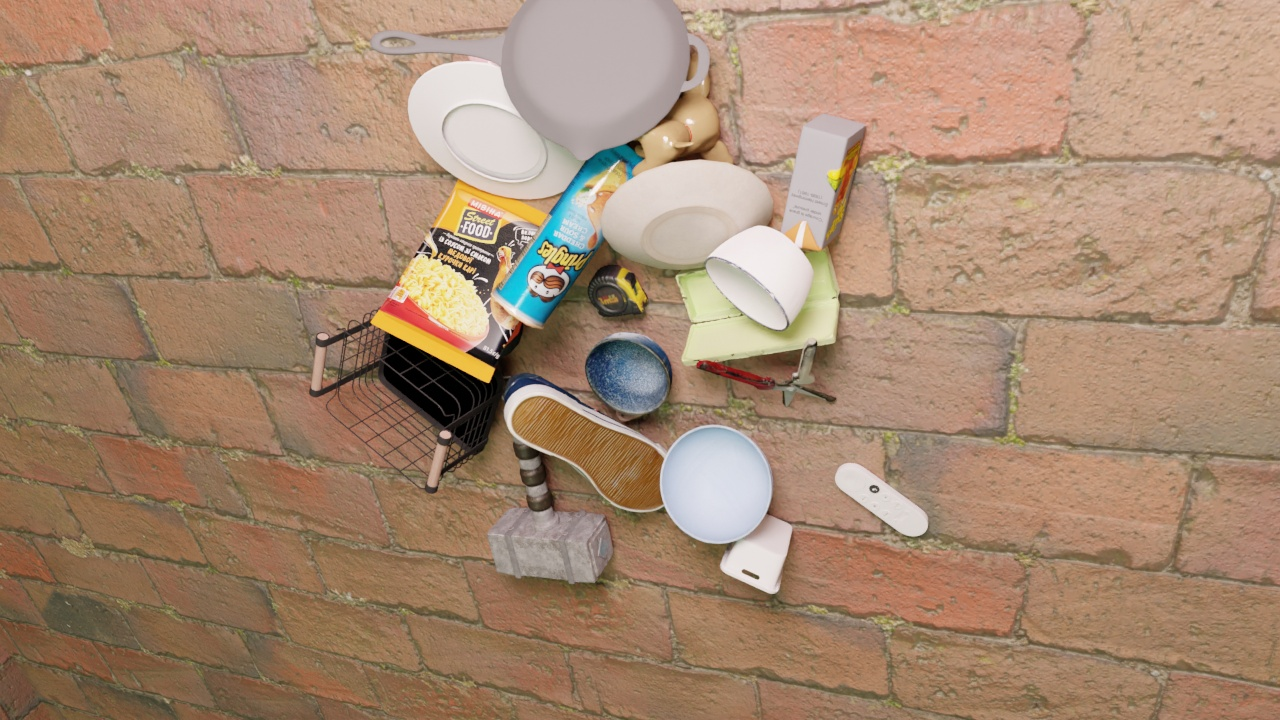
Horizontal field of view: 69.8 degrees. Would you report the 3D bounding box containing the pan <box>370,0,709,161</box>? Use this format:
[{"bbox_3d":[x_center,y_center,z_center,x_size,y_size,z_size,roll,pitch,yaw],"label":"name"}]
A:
[{"bbox_3d":[-0.109,-0.317,0.932,0.355,0.024,0.216,6,85,8],"label":"pan"}]

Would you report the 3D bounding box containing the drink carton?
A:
[{"bbox_3d":[0.188,-0.184,0.954,0.048,0.076,0.125,22,125,22],"label":"drink carton"}]

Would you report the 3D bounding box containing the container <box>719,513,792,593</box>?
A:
[{"bbox_3d":[0.160,0.247,1.222,0.081,0.129,0.050,23,109,8],"label":"container"}]

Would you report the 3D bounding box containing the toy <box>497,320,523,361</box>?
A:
[{"bbox_3d":[-0.203,-0.054,1.184,0.097,0.099,0.119,55,172,28],"label":"toy"}]

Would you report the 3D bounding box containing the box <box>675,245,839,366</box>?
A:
[{"bbox_3d":[0.136,-0.062,1.067,0.188,0.064,0.130,-10,74,27],"label":"box"}]

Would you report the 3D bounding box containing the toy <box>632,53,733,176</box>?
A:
[{"bbox_3d":[0.036,-0.239,0.968,0.106,0.108,0.134,2,123,37],"label":"toy"}]

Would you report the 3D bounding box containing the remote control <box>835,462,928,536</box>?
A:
[{"bbox_3d":[0.309,0.178,1.175,0.136,0.013,0.043,36,128,-2],"label":"remote control"}]

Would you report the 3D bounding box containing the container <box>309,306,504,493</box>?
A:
[{"bbox_3d":[-0.319,0.047,1.260,0.241,0.130,0.163,36,129,16],"label":"container"}]

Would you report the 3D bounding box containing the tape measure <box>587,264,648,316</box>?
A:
[{"bbox_3d":[-0.033,-0.087,1.137,0.067,0.038,0.063,-7,126,30],"label":"tape measure"}]

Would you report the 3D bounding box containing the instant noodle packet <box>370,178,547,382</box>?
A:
[{"bbox_3d":[-0.202,-0.104,1.114,0.160,0.220,0.032,26,167,6],"label":"instant noodle packet"}]

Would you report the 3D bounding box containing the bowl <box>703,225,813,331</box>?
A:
[{"bbox_3d":[0.132,-0.093,0.982,0.116,0.065,0.116,40,169,9],"label":"bowl"}]

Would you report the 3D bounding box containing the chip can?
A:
[{"bbox_3d":[-0.077,-0.146,1.044,0.080,0.079,0.230,37,98,-2],"label":"chip can"}]

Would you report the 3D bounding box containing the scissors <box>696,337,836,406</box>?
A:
[{"bbox_3d":[0.167,0.015,1.059,0.198,0.015,0.180,13,154,-23],"label":"scissors"}]

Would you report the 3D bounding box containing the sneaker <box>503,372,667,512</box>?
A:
[{"bbox_3d":[-0.071,0.105,1.243,0.294,0.127,0.121,36,102,-28],"label":"sneaker"}]

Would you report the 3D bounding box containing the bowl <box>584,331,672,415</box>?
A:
[{"bbox_3d":[-0.007,0.007,1.171,0.114,0.060,0.114,13,126,17],"label":"bowl"}]

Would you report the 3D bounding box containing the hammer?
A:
[{"bbox_3d":[-0.154,0.173,1.341,0.177,0.079,0.327,0,115,23],"label":"hammer"}]

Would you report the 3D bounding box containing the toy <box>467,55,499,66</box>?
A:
[{"bbox_3d":[-0.163,-0.306,1.043,0.105,0.053,0.109,44,132,3],"label":"toy"}]

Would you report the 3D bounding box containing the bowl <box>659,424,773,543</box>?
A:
[{"bbox_3d":[0.108,0.159,1.197,0.151,0.074,0.150,-2,86,23],"label":"bowl"}]

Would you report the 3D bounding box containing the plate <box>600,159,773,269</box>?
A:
[{"bbox_3d":[0.052,-0.146,1.001,0.188,0.027,0.189,-4,151,-2],"label":"plate"}]

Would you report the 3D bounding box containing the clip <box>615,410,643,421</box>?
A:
[{"bbox_3d":[-0.006,0.064,1.221,0.061,0.041,0.024,-12,117,35],"label":"clip"}]

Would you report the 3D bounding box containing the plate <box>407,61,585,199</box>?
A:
[{"bbox_3d":[-0.164,-0.250,1.038,0.209,0.015,0.209,11,150,6],"label":"plate"}]
